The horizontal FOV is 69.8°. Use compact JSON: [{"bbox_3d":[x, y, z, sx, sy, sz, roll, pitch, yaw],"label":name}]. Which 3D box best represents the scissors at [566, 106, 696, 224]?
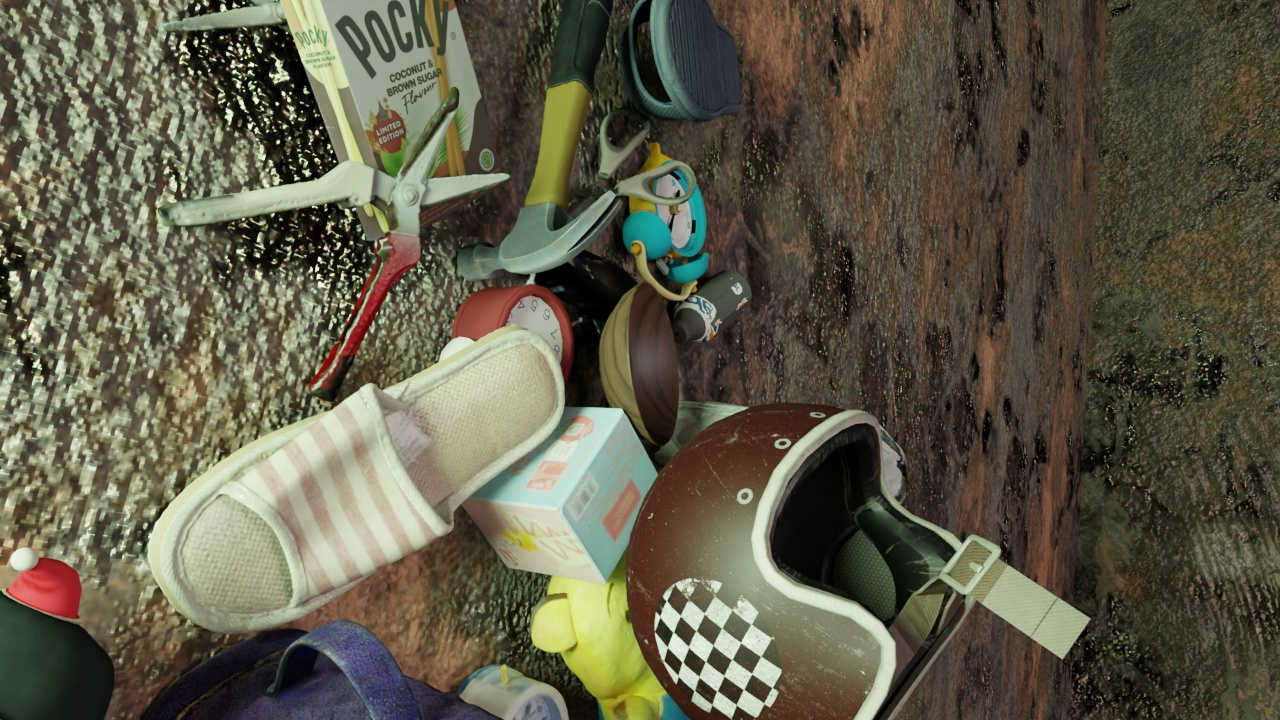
[{"bbox_3d":[-0.016,-0.139,0.730,0.153,0.013,0.163,18,60,-21],"label":"scissors"}]

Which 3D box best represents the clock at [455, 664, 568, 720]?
[{"bbox_3d":[-0.087,0.269,0.635,0.088,0.052,0.125,-56,135,-39],"label":"clock"}]

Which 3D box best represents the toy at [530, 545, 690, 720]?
[{"bbox_3d":[-0.009,0.224,0.676,0.214,0.084,0.148,66,19,-7],"label":"toy"}]

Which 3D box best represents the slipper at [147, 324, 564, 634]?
[{"bbox_3d":[-0.139,0.059,0.524,0.262,0.052,0.115,-33,120,-36],"label":"slipper"}]

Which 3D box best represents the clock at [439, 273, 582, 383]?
[{"bbox_3d":[-0.091,-0.002,0.632,0.087,0.044,0.124,55,48,-38],"label":"clock"}]

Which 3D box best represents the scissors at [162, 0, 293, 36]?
[{"bbox_3d":[-0.193,-0.204,0.519,0.141,0.014,0.164,56,47,-42],"label":"scissors"}]

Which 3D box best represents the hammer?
[{"bbox_3d":[-0.046,-0.212,0.653,0.025,0.118,0.332,37,56,-50],"label":"hammer"}]

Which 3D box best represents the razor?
[{"bbox_3d":[-0.040,-0.048,0.696,0.140,0.053,0.063,32,58,-48],"label":"razor"}]

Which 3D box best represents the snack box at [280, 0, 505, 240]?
[{"bbox_3d":[-0.148,-0.177,0.547,0.100,0.032,0.186,-44,130,-45],"label":"snack box"}]

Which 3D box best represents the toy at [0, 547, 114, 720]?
[{"bbox_3d":[-0.258,0.138,0.355,0.097,0.100,0.119,58,48,-33],"label":"toy"}]

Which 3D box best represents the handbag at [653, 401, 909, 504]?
[{"bbox_3d":[0.120,0.079,0.794,0.138,0.195,0.072,32,67,-47],"label":"handbag"}]

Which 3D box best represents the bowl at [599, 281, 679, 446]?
[{"bbox_3d":[-0.004,0.004,0.670,0.119,0.032,0.119,-6,90,-72],"label":"bowl"}]

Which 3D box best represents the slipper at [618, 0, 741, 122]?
[{"bbox_3d":[0.028,-0.246,0.776,0.263,0.083,0.101,-34,118,-71],"label":"slipper"}]

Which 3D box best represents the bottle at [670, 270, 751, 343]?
[{"bbox_3d":[0.061,-0.046,0.839,0.112,0.047,0.047,-39,120,-47],"label":"bottle"}]

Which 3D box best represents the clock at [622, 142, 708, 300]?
[{"bbox_3d":[0.024,-0.116,0.793,0.099,0.044,0.129,28,61,-50],"label":"clock"}]

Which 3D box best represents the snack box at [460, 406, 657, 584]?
[{"bbox_3d":[-0.054,0.091,0.640,0.092,0.095,0.079,-56,133,-38],"label":"snack box"}]

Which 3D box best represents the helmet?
[{"bbox_3d":[0.112,0.144,0.581,0.232,0.253,0.234,-5,124,-56],"label":"helmet"}]

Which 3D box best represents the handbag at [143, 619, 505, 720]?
[{"bbox_3d":[-0.133,0.232,0.447,0.125,0.205,0.222,-22,113,-52],"label":"handbag"}]

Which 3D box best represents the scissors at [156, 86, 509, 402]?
[{"bbox_3d":[-0.168,-0.074,0.513,0.179,0.015,0.199,18,94,-40],"label":"scissors"}]
